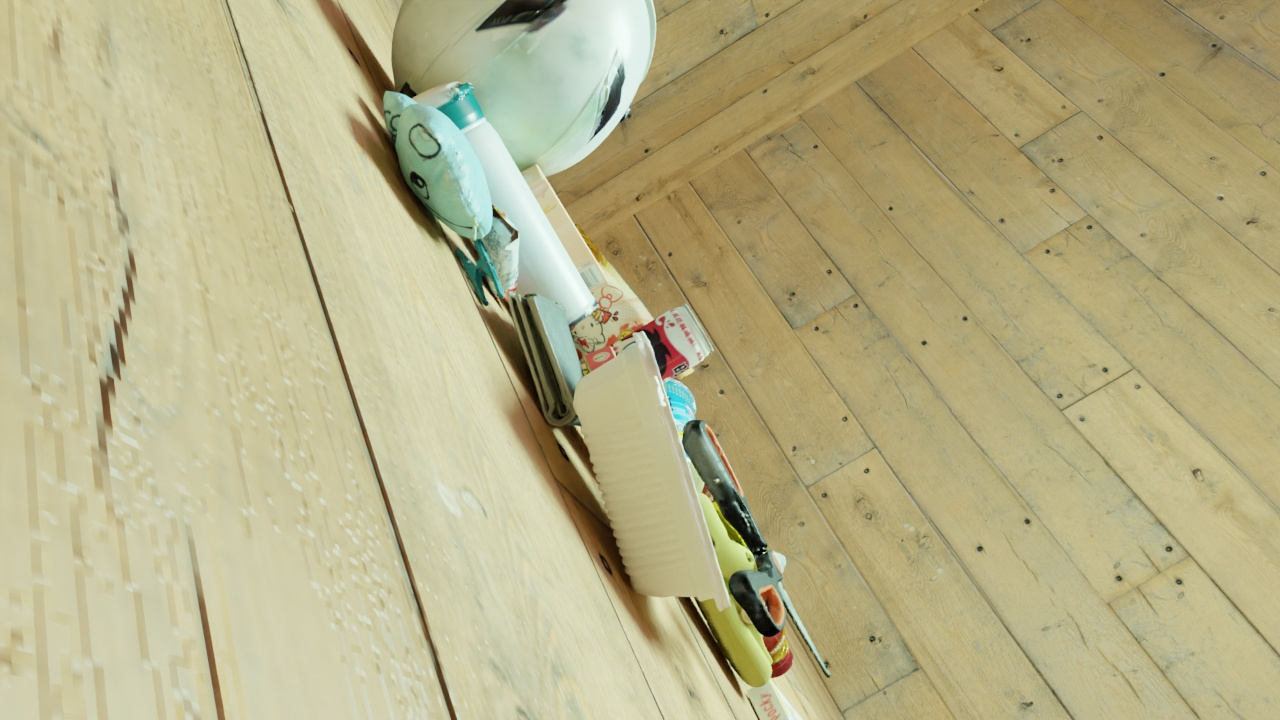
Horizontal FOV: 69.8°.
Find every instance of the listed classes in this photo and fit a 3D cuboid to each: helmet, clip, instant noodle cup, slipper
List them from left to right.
[{"bbox_3d":[-0.116,-0.065,0.669,0.057,0.046,0.014,64,1,23],"label":"clip"},{"bbox_3d":[-0.116,-0.255,0.829,0.229,0.259,0.145,39,51,-37],"label":"helmet"},{"bbox_3d":[0.003,0.074,0.606,0.138,0.060,0.173,-108,179,-83],"label":"instant noodle cup"},{"bbox_3d":[0.015,0.084,0.876,0.099,0.099,0.109,58,11,-34],"label":"instant noodle cup"},{"bbox_3d":[0.081,0.193,0.814,0.190,0.081,0.092,65,-11,-4],"label":"slipper"}]

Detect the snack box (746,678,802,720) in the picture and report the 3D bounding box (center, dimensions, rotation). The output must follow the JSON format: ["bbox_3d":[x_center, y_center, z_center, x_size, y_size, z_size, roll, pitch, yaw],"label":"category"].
[{"bbox_3d":[0.148,0.364,0.859,0.084,0.027,0.157,61,1,43],"label":"snack box"}]

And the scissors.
[{"bbox_3d":[0.086,0.145,0.695,0.221,0.022,0.230,65,11,13],"label":"scissors"}]

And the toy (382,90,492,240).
[{"bbox_3d":[-0.143,-0.136,0.649,0.156,0.049,0.161,54,-10,20],"label":"toy"}]

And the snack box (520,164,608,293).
[{"bbox_3d":[-0.098,-0.107,0.874,0.157,0.084,0.026,58,6,-50],"label":"snack box"}]

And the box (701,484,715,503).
[{"bbox_3d":[0.099,0.216,1.157,0.168,0.077,0.091,58,1,-24],"label":"box"}]

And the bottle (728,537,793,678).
[{"bbox_3d":[0.104,0.253,0.942,0.175,0.057,0.057,59,2,-22],"label":"bottle"}]

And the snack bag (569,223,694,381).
[{"bbox_3d":[-0.041,-0.033,0.969,0.073,0.129,0.208,-11,62,-51],"label":"snack bag"}]

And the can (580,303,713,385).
[{"bbox_3d":[-0.005,0.005,0.804,0.053,0.133,0.053,59,2,-3],"label":"can"}]

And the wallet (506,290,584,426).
[{"bbox_3d":[-0.068,0.000,0.696,0.129,0.037,0.106,37,33,-84],"label":"wallet"}]

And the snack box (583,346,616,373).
[{"bbox_3d":[-0.008,0.073,0.743,0.077,0.027,0.156,-118,-169,-60],"label":"snack box"}]

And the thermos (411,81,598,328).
[{"bbox_3d":[-0.122,-0.125,0.775,0.224,0.073,0.073,60,2,-17],"label":"thermos"}]

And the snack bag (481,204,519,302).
[{"bbox_3d":[-0.109,-0.083,0.714,0.048,0.026,0.104,49,-27,22],"label":"snack bag"}]
